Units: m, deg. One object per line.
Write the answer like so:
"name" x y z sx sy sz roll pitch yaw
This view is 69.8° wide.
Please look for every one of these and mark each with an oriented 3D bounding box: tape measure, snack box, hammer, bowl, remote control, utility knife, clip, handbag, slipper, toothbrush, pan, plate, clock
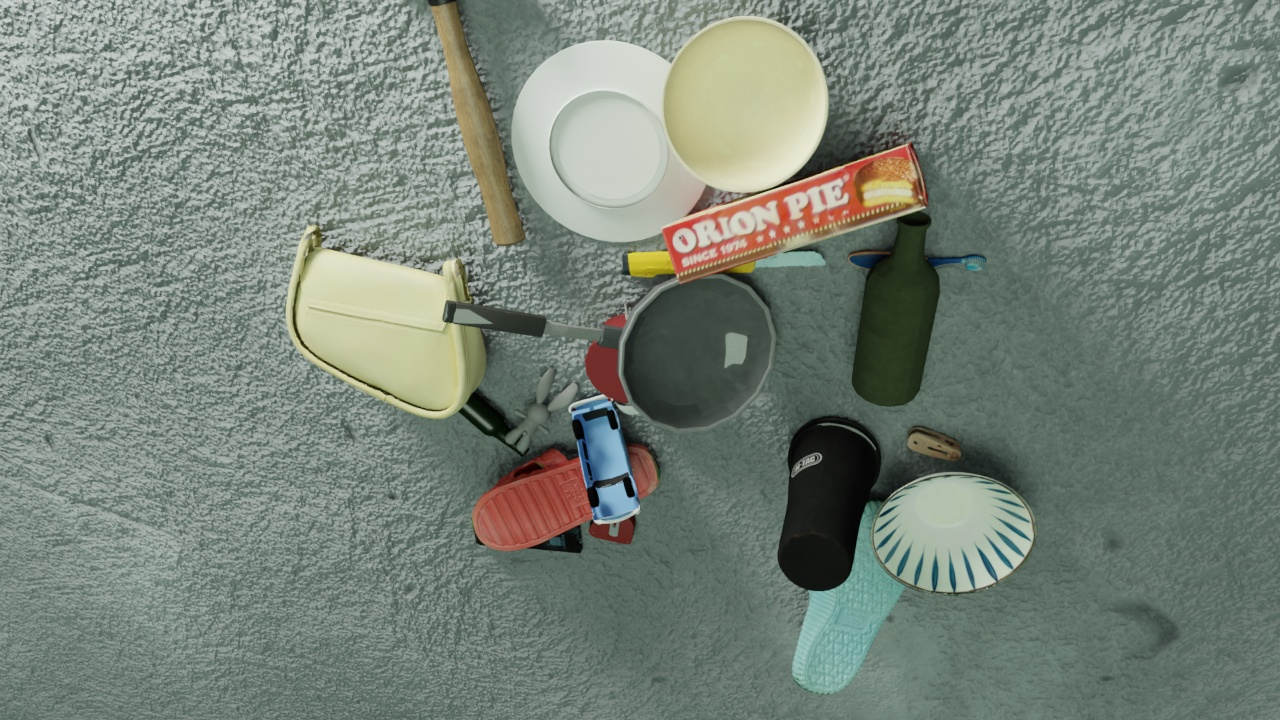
"tape measure" -0.037 0.212 1.190 0.059 0.019 0.051 11 123 6
"snack box" 0.148 -0.140 0.867 0.237 0.113 0.060 -15 99 21
"hammer" -0.164 -0.258 0.913 0.132 0.040 0.306 -1 121 20
"bowl" 0.101 -0.233 0.839 0.151 0.075 0.151 6 109 19
"remote control" -0.154 0.236 1.230 0.150 0.022 0.047 2 121 11
"utility knife" 0.084 -0.103 0.967 0.218 0.019 0.030 2 127 17
"clip" 0.330 0.097 1.029 0.061 0.049 0.026 2 127 -21
"handbag" -0.287 -0.043 1.044 0.233 0.088 0.191 14 108 6
"slipper" -0.097 0.159 1.149 0.249 0.059 0.103 -23 114 7
"toothbrush" 0.279 -0.099 0.926 0.135 0.017 0.022 3 124 11
"pan" -0.026 -0.024 0.947 0.356 0.041 0.179 9 106 -22
"plate" -0.032 -0.213 0.926 0.209 0.015 0.209 6 122 9
"clock" -0.006 0.006 1.037 0.096 0.048 0.137 -30 111 27
"slipper" 0.258 0.289 1.140 0.116 0.069 0.276 15 106 -9
"bowl" 0.351 0.180 1.049 0.177 0.070 0.177 4 122 7

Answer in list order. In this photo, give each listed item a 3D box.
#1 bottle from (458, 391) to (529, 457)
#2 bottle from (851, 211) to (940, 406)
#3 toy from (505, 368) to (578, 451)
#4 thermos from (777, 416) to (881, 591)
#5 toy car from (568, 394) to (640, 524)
"bottle" -0.187 0.075 1.131 0.123 0.033 0.033 43 120 -15
"bottle" 0.257 -0.051 0.915 0.071 0.071 0.207 5 129 9
"toy" -0.122 0.063 1.102 0.049 0.030 0.112 35 111 -10
"thermos" 0.199 0.152 0.986 0.106 0.218 0.106 7 116 15
"toy car" -0.041 0.117 1.069 0.056 0.153 0.055 -16 157 3
